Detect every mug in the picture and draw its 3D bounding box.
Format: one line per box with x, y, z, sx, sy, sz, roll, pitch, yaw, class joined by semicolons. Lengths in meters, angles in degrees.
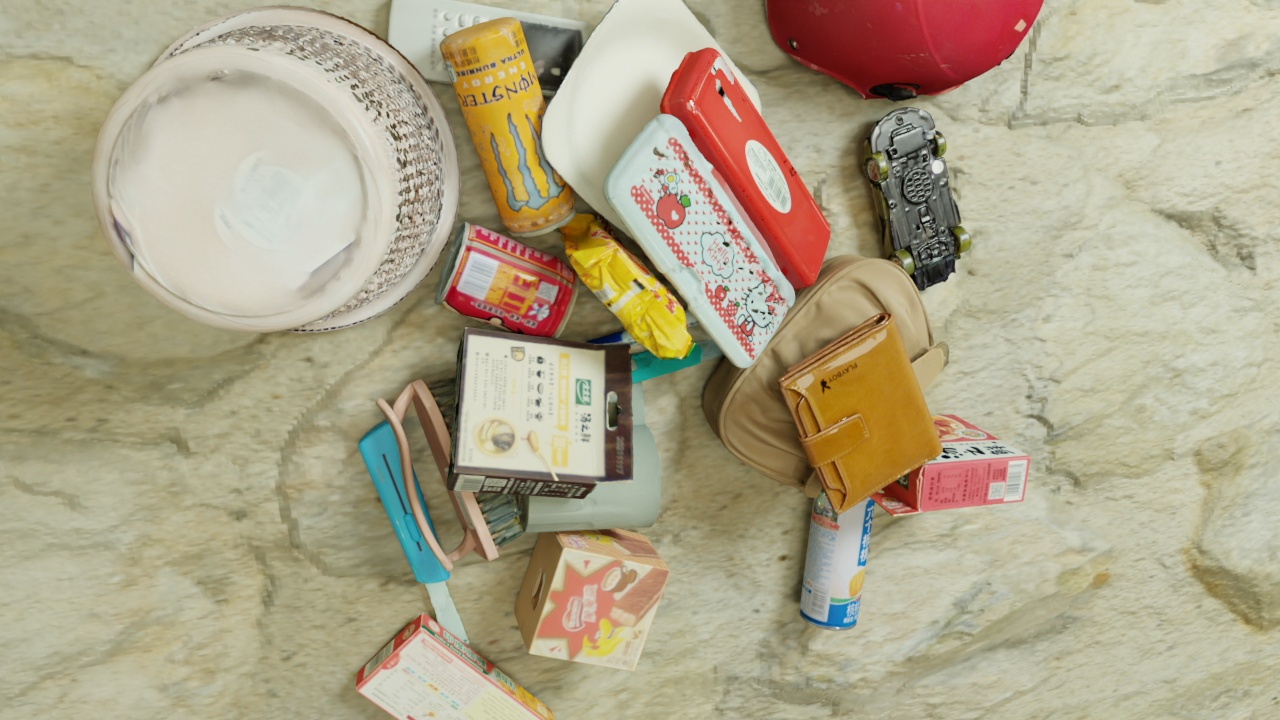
-0.046;0.076;0.737;0.103;0.084;0.123;-2;76;-15;mug

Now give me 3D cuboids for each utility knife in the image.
-0.004;0.004;0.750;0.178;0.013;0.029;-14;65;-21;utility knife
-0.178;0.145;0.740;0.034;0.018;0.208;-20;109;-12;utility knife

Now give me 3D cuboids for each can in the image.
-0.093;-0.165;0.658;0.058;0.058;0.146;-23;120;-11;can
0.178;0.172;0.831;0.053;0.053;0.135;2;102;-17;can
-0.100;-0.057;0.690;0.093;0.066;0.066;20;96;-20;can

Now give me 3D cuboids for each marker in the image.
0.026;-0.030;0.760;0.145;0.017;0.017;-18;107;-12;marker

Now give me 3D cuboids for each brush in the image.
-0.148;0.084;0.703;0.073;0.063;0.145;-24;97;-20;brush

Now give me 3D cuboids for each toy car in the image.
0.233;-0.137;0.783;0.070;0.042;0.158;-21;108;-11;toy car

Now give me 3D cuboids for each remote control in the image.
-0.108;-0.228;0.673;0.150;0.021;0.058;3;102;-16;remote control

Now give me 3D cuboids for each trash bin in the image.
-0.225;-0.108;0.566;0.227;0.192;0.228;-3;105;-11;trash bin

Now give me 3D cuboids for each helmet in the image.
0.223;-0.306;0.691;0.240;0.144;0.207;15;96;-20;helmet

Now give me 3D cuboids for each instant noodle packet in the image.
-0.012;-0.058;0.682;0.044;0.128;0.111;-43;110;6;instant noodle packet

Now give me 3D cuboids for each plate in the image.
0.006;-0.179;0.694;0.164;0.034;0.163;39;80;-36;plate

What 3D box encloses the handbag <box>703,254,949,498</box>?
0.158;0.015;0.764;0.148;0.100;0.204;41;93;-17;handbag

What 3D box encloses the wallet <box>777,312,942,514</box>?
0.165;0.046;0.712;0.119;0.035;0.131;-32;114;-10;wallet

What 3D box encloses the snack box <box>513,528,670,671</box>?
-0.042;0.190;0.757;0.094;0.077;0.093;17;97;-19;snack box

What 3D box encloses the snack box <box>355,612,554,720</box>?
-0.152;0.286;0.768;0.077;0.027;0.156;-43;111;5;snack box

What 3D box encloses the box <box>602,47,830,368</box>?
0.066;-0.110;0.681;0.201;0.050;0.160;48;59;-34;box

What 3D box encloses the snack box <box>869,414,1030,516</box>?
0.249;0.087;0.800;0.127;0.113;0.044;-3;107;-16;snack box

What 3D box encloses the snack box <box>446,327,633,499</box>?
-0.073;0.040;0.672;0.125;0.053;0.113;8;63;-17;snack box
